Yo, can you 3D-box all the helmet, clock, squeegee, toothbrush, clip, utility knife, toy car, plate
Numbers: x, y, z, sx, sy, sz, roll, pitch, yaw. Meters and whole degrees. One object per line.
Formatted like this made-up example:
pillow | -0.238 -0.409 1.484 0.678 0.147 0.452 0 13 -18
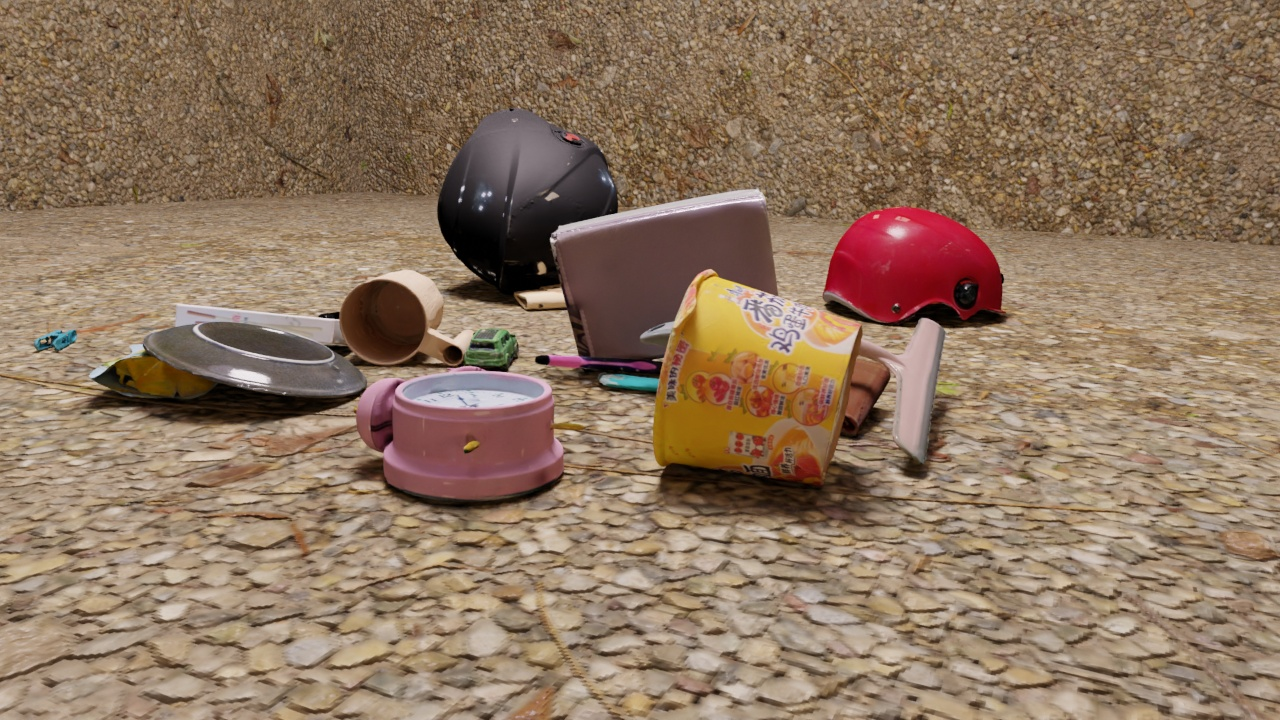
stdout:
helmet | -0.145 -0.208 1.297 0.274 0.234 0.230 -9 44 -27
clock | -0.122 0.042 0.613 0.117 0.060 0.159 -11 16 -44
squeegee | 0.117 -0.012 0.751 0.250 0.040 0.246 9 27 18
toothbrush | -0.005 0.005 0.839 0.189 0.014 0.018 4 2 -19
helmet | 0.370 -0.131 1.221 0.240 0.144 0.207 0 12 -11
clip | -0.587 -0.021 0.921 0.043 0.014 0.056 -1 13 -12
utility knife | 0.063 0.025 0.800 0.217 0.013 0.029 6 16 15
toy car | -0.145 -0.013 0.895 0.043 0.036 0.091 0 10 1
plate | -0.320 -0.007 0.777 0.179 0.024 0.179 16 7 -2

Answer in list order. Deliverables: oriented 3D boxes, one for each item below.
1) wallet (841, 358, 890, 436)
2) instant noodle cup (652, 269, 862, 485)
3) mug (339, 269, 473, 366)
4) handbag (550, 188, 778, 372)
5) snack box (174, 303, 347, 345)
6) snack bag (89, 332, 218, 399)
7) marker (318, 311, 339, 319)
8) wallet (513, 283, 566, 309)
wallet | 0.135 0.021 0.760 0.125 0.032 0.101 14 26 27
instant noodle cup | 0.080 0.017 0.605 0.110 0.138 0.137 14 17 16
mug | -0.227 -0.038 0.921 0.124 0.084 0.103 25 10 -7
handbag | 0.029 -0.073 0.862 0.197 0.145 0.098 -9 11 6
snack box | -0.369 -0.035 0.919 0.157 0.027 0.084 5 0 2
snack bag | -0.407 -0.003 0.821 0.110 0.039 0.191 -6 12 -13
marker | -0.315 -0.052 1.071 0.022 0.020 0.131 -7 5 38
wallet | -0.107 -0.086 1.228 0.115 0.024 0.087 -6 13 -21
